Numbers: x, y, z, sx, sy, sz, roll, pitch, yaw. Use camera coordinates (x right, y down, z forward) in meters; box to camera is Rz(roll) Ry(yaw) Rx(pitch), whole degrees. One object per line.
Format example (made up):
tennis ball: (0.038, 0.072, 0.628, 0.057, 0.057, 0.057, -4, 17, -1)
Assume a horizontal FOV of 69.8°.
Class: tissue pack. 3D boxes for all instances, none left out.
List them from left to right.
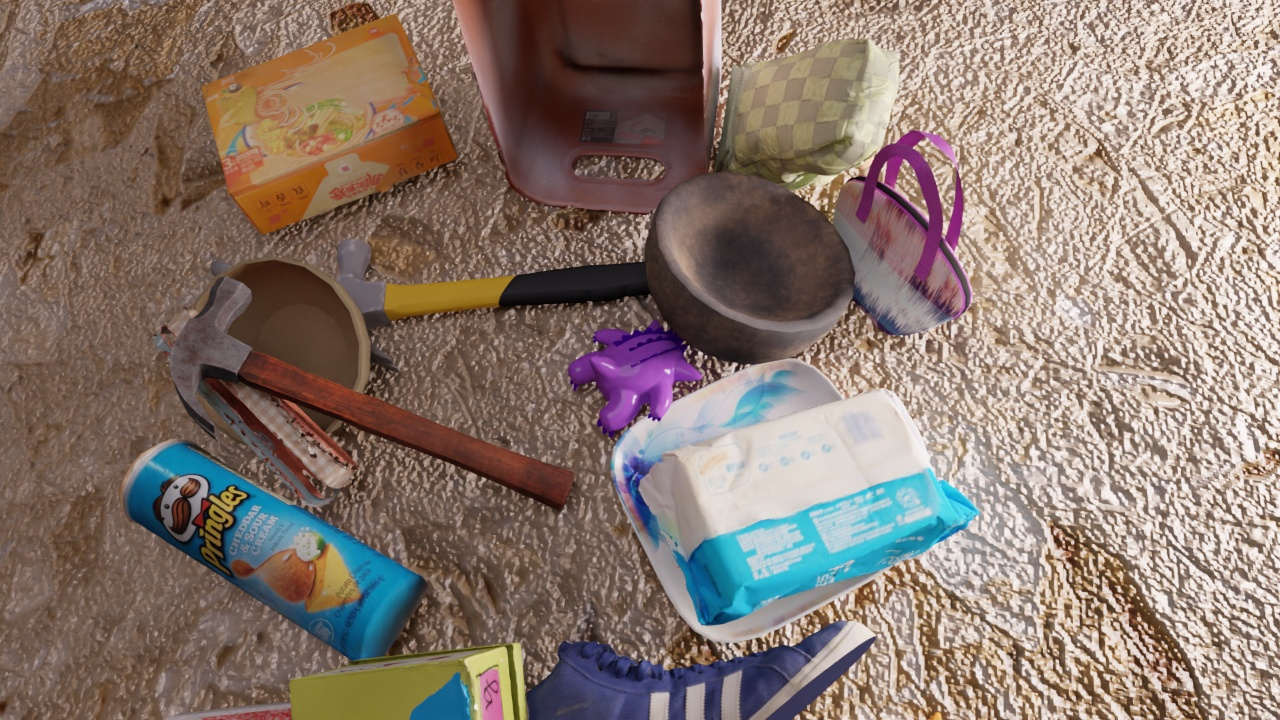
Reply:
tissue pack: (0.114, 0.094, 0.621, 0.209, 0.066, 0.117, -17, 61, -13)

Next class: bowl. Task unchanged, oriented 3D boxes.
bowl: (-0.283, -0.006, 0.738, 0.152, 0.050, 0.152, 0, 93, 9)
bowl: (0.078, -0.065, 0.712, 0.162, 0.070, 0.162, 9, 52, -13)

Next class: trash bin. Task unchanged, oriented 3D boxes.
trash bin: (-0.027, -0.264, 0.747, 0.182, 0.260, 0.157, 5, 61, 10)

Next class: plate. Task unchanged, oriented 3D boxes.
plate: (0.087, 0.098, 0.677, 0.187, 0.016, 0.187, -25, 62, -7)

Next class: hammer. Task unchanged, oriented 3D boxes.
hammer: (-0.192, 0.043, 0.673, 0.300, 0.028, 0.110, 22, 58, -6)
hammer: (-0.105, -0.060, 0.780, 0.324, 0.029, 0.126, -5, 62, 3)

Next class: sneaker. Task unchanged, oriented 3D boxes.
sneaker: (0.022, 0.205, 0.592, 0.233, 0.091, 0.118, -38, 62, -4)

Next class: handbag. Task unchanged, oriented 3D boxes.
handbag: (0.142, -0.190, 0.754, 0.187, 0.116, 0.113, 10, 87, 57)
handbag: (0.197, -0.101, 0.683, 0.068, 0.170, 0.144, -32, 63, -11)

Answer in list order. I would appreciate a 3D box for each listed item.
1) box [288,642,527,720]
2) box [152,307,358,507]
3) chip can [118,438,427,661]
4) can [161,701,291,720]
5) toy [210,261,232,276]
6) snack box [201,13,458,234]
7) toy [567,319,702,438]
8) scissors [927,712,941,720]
box: (-0.126, 0.285, 0.531, 0.124, 0.082, 0.220, -13, 79, 13)
box: (-0.287, 0.029, 0.692, 0.187, 0.058, 0.060, 43, 46, 4)
chip can: (-0.266, 0.136, 0.664, 0.230, 0.080, 0.079, 25, 67, 17)
can: (-0.255, 0.265, 0.594, 0.136, 0.078, 0.078, -7, 61, 3)
toy: (-0.335, -0.056, 0.803, 0.112, 0.030, 0.049, 13, 79, 8)
snack box: (-0.285, -0.215, 0.852, 0.195, 0.081, 0.145, -23, 61, -6)
toy: (-0.004, 0.004, 0.715, 0.088, 0.056, 0.106, -22, 51, -20)
scissors: (0.156, 0.275, 0.578, 0.130, 0.011, 0.125, 29, 70, 20)
